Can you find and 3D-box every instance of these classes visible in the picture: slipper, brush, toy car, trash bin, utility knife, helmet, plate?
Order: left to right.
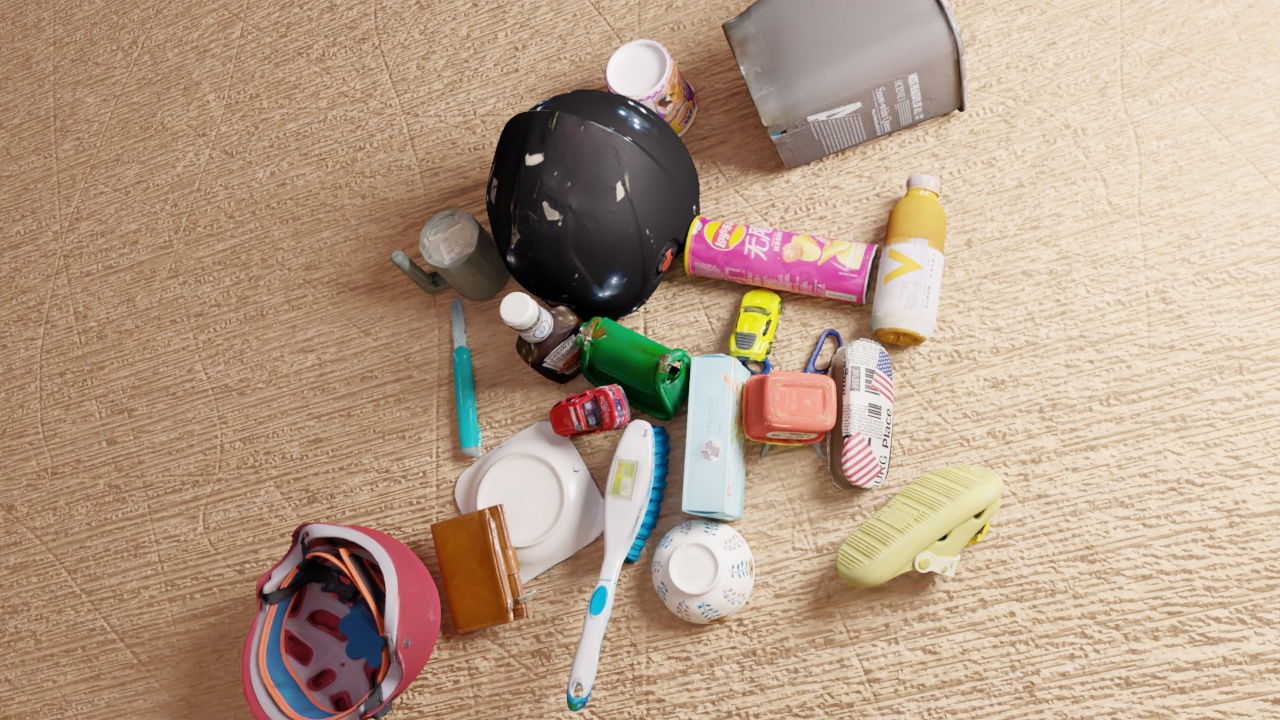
[{"bbox_3d":[-0.321,0.301,1.030,0.207,0.143,0.240,38,101,22],"label":"helmet"},{"bbox_3d":[-0.220,0.020,1.149,0.029,0.013,0.221,-14,68,9],"label":"utility knife"},{"bbox_3d":[-0.135,0.165,1.074,0.164,0.034,0.164,-34,69,4],"label":"plate"},{"bbox_3d":[-0.066,-0.177,1.062,0.234,0.229,0.275,15,98,20],"label":"helmet"},{"bbox_3d":[-0.059,0.061,1.047,0.121,0.045,0.053,-19,88,48],"label":"toy car"},{"bbox_3d":[-0.026,0.211,0.990,0.060,0.109,0.314,8,76,14],"label":"brush"},{"bbox_3d":[0.131,-0.045,1.050,0.048,0.032,0.105,7,54,21],"label":"toy car"},{"bbox_3d":[0.230,-0.345,1.046,0.220,0.199,0.198,-24,69,14],"label":"trash bin"},{"bbox_3d":[0.289,0.180,0.937,0.190,0.091,0.081,-33,108,-6],"label":"slipper"}]

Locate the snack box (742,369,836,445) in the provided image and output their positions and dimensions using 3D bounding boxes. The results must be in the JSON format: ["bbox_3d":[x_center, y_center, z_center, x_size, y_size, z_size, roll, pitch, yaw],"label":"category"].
[{"bbox_3d":[0.161,0.047,0.980,0.091,0.080,0.082,3,78,-6],"label":"snack box"}]

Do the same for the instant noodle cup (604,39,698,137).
[{"bbox_3d":[0.007,-0.339,1.147,0.112,0.099,0.111,-5,71,14],"label":"instant noodle cup"}]

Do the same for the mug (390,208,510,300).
[{"bbox_3d":[-0.237,-0.126,1.147,0.124,0.103,0.083,-17,70,8],"label":"mug"}]

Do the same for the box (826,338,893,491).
[{"bbox_3d":[0.241,0.056,0.978,0.075,0.081,0.163,6,74,1],"label":"box"}]

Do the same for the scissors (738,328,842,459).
[{"bbox_3d":[0.170,0.029,1.042,0.162,0.012,0.176,-42,70,1],"label":"scissors"}]

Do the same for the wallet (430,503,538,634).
[{"bbox_3d":[-0.180,0.236,1.040,0.119,0.035,0.130,-19,80,26],"label":"wallet"}]

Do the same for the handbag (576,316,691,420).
[{"bbox_3d":[-0.006,0.006,1.039,0.131,0.120,0.068,25,76,22],"label":"handbag"}]

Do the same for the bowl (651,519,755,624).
[{"bbox_3d":[0.063,0.225,0.987,0.113,0.062,0.113,-4,75,14],"label":"bowl"}]

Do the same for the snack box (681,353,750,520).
[{"bbox_3d":[0.084,0.086,1.008,0.052,0.074,0.174,-1,77,21],"label":"snack box"}]

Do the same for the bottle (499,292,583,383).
[{"bbox_3d":[-0.105,-0.028,1.034,0.080,0.195,0.044,-41,68,0],"label":"bottle"}]

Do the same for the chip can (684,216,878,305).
[{"bbox_3d":[0.161,-0.116,1.055,0.211,0.071,0.071,12,77,17],"label":"chip can"}]

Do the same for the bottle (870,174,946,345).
[{"bbox_3d":[0.301,-0.113,1.017,0.068,0.068,0.189,8,76,17],"label":"bottle"}]
